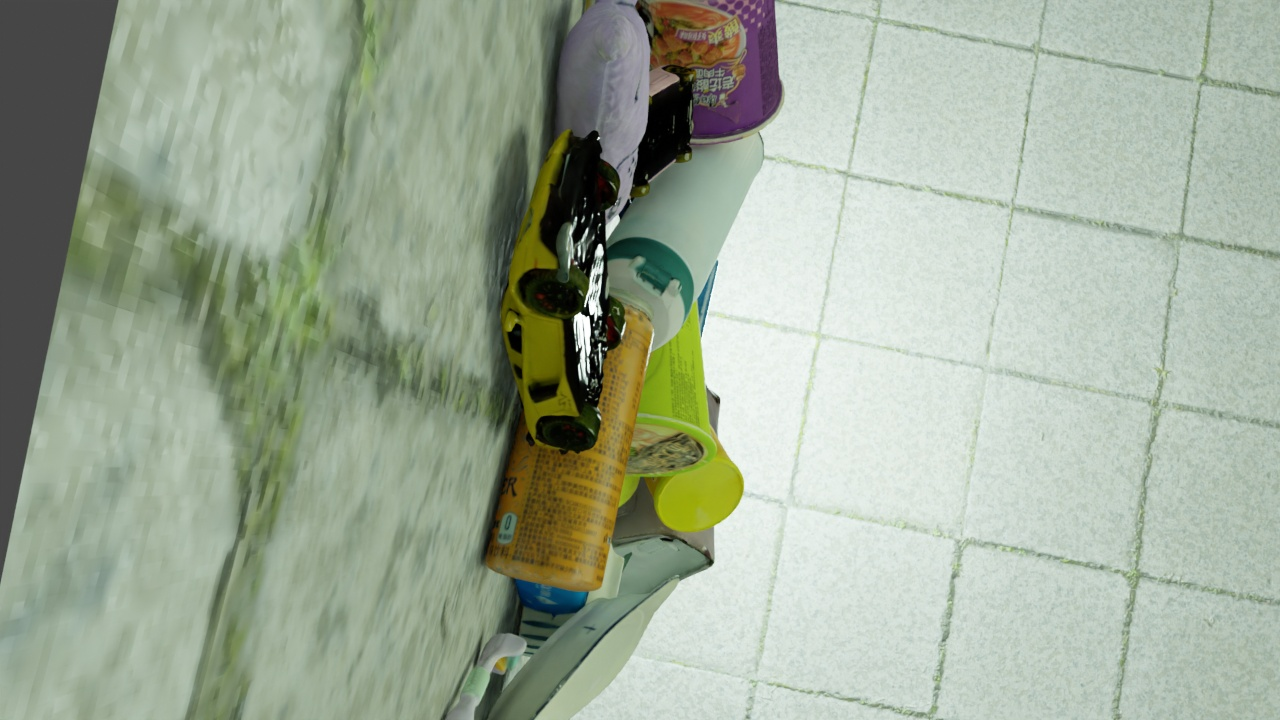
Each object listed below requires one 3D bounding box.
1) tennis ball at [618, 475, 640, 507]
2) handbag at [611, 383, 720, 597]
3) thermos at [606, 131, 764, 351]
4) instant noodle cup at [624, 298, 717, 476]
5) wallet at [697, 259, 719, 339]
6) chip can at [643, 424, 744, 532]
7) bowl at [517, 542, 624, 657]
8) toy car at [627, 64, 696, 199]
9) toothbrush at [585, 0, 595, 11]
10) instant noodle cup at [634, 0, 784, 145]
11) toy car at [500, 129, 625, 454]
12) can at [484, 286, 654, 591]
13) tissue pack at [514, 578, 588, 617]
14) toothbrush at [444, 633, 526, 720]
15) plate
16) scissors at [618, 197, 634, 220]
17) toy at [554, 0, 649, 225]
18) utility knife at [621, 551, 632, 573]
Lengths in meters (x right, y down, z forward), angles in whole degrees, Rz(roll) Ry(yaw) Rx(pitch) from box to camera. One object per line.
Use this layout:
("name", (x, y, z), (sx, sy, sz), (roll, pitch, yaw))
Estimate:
("tennis ball", (-0.033, 0.084, 0.705), (0.065, 0.065, 0.065), (19, 83, -88))
("handbag", (0.001, 0.115, 0.849), (0.145, 0.098, 0.196), (-27, -147, 30))
("thermos", (0.023, -0.086, 0.588), (0.223, 0.073, 0.073), (-63, 167, -48))
("instant noodle cup", (-0.004, 0.004, 0.624), (0.112, 0.111, 0.123), (98, -5, -64))
("wallet", (0.001, -0.018, 0.706), (0.040, 0.106, 0.133), (28, 71, -53))
("chip can", (0.018, 0.049, 0.775), (0.213, 0.072, 0.072), (-117, -148, -54))
("bowl", (-0.050, 0.172, 0.703), (0.116, 0.066, 0.116), (19, 82, -88))
("toy car", (0.002, -0.129, 0.507), (0.122, 0.037, 0.056), (-51, 147, -56))
("toothbrush", (-0.024, -0.104, 0.448), (0.016, 0.018, 0.192), (-33, 145, -42))
("instant noodle cup", (0.039, -0.210, 0.586), (0.099, 0.111, 0.111), (84, 15, -53))
("toy car", (-0.031, -0.024, 0.366), (0.156, 0.041, 0.071), (92, 8, -54))
("can", (-0.033, 0.038, 0.458), (0.058, 0.058, 0.145), (96, 5, -74))
("tissue pack", (-0.046, 0.103, 0.580), (0.157, 0.052, 0.094), (99, 3, -63))
("toothbrush", (-0.082, 0.172, 0.403), (0.021, 0.029, 0.189), (61, 10, -7))
("plate", (-0.049, 0.209, 0.607), (0.163, 0.034, 0.164), (-33, 156, -42))
("scissors", (-0.019, -0.105, 0.554), (0.173, 0.012, 0.162), (69, 37, -73))
("toy", (-0.016, -0.106, 0.385), (0.108, 0.039, 0.083), (98, -3, -47))
("utility knife", (-0.062, 0.252, 0.735), (0.222, 0.013, 0.029), (-61, -163, -8))
